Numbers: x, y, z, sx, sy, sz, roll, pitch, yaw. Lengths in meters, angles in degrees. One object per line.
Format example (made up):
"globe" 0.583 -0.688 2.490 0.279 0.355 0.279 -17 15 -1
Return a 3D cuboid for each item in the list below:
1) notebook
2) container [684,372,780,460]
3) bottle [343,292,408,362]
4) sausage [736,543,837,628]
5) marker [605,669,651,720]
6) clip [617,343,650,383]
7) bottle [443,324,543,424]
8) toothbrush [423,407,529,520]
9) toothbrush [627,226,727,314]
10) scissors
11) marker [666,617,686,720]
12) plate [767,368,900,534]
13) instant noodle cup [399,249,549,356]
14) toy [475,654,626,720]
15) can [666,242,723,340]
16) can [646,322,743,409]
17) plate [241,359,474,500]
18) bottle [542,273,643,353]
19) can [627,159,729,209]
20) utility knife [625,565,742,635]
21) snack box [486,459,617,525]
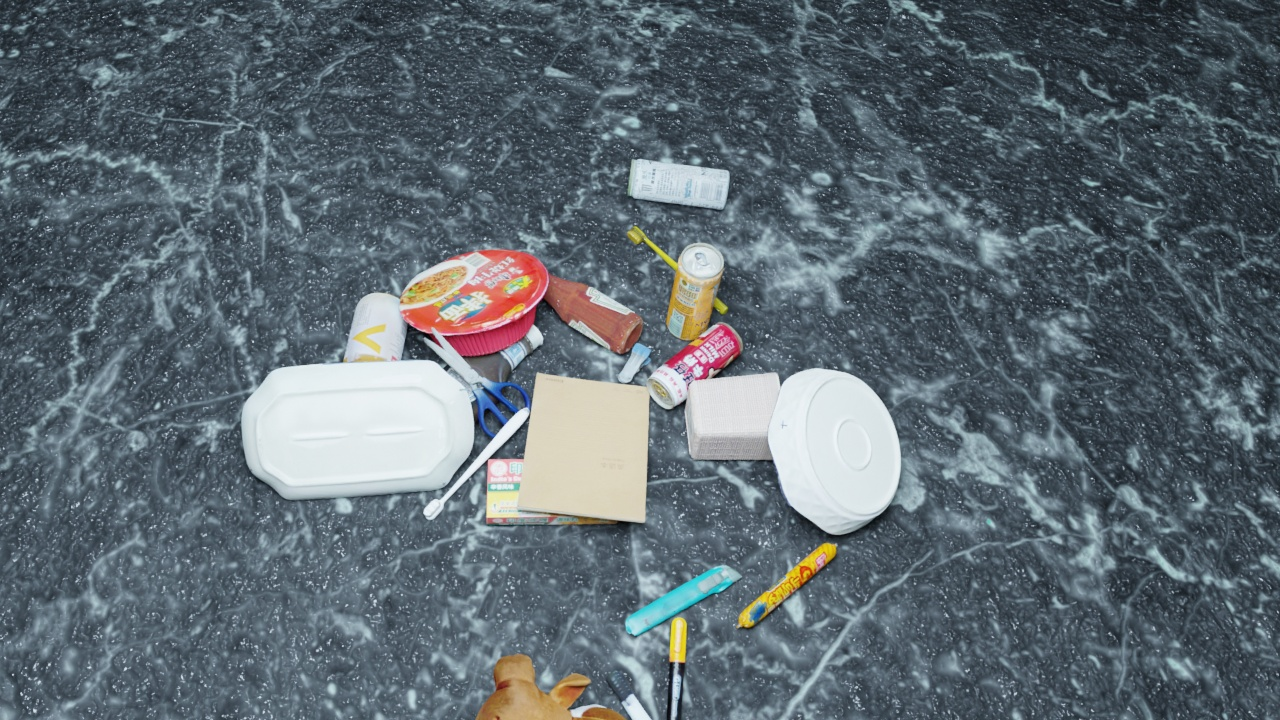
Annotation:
"notebook" -0.065 0.103 1.126 0.149 0.012 0.211 7 46 -4
"container" 0.116 0.072 1.147 0.111 0.090 0.089 -2 59 -4
"bottle" -0.336 0.006 1.147 0.068 0.068 0.189 5 60 -4
"sausage" 0.173 0.263 1.075 0.164 0.021 0.021 -34 68 -23
"marker" 0.007 0.389 0.983 0.022 0.018 0.130 -26 64 -31
"clip" -0.009 0.008 1.213 0.027 0.045 0.058 30 66 10
"bottle" -0.203 0.021 1.168 0.080 0.044 0.194 39 62 14
"toothbrush" -0.197 0.122 1.110 0.016 0.016 0.179 35 68 19
"toothbrush" 0.051 -0.127 1.302 0.016 0.016 0.190 -40 71 -21
"scissors" -0.206 0.034 1.113 0.173 0.012 0.124 19 82 -36
"marker" 0.040 0.346 1.014 0.018 0.015 0.123 5 60 1
"plate" 0.243 0.105 1.108 0.204 0.046 0.204 14 67 -35
"instant noodle cup" -0.208 -0.068 1.183 0.194 0.066 0.193 -6 39 4
"toy" -0.071 0.388 0.929 0.199 0.140 0.130 21 17 5
"can" 0.070 -0.088 1.202 0.058 0.146 0.058 3 59 -4
"can" 0.071 0.007 1.199 0.132 0.053 0.053 -38 69 -26
"plate" -0.329 0.084 1.067 0.265 0.034 0.162 -2 98 -7
"bottle" -0.094 -0.080 1.233 0.206 0.060 0.059 31 60 15
"can" 0.056 -0.261 1.358 0.147 0.058 0.058 7 58 -2
"utility knife" 0.050 0.275 1.059 0.151 0.013 0.029 -25 62 -20
"snack box" -0.106 0.158 1.104 0.155 0.027 0.077 0 57 -7
